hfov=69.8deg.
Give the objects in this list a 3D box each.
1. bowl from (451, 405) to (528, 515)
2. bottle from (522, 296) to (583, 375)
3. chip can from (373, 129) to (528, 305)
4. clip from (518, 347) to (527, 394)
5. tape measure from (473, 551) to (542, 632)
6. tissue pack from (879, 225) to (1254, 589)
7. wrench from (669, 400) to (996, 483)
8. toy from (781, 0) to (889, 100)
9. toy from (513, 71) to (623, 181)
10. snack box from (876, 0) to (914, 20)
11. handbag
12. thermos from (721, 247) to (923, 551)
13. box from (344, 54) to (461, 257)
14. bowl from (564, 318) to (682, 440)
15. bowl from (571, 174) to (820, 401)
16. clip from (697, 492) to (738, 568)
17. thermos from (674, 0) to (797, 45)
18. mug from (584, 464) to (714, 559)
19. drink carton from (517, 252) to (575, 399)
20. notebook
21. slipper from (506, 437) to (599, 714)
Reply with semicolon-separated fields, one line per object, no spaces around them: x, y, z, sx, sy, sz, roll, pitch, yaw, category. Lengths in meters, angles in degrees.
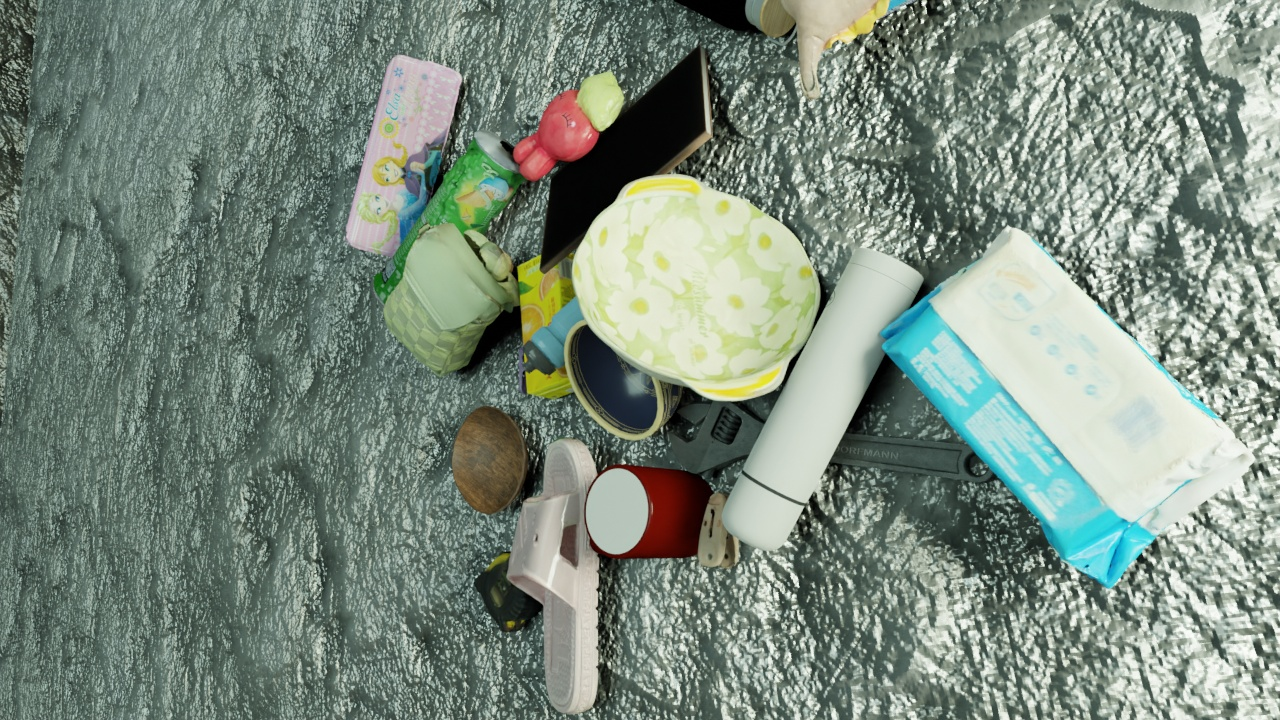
-0.145;0.100;0.924;0.114;0.026;0.102;39;107;39;bowl
-0.055;-0.034;0.823;0.130;0.040;0.040;-42;51;-7;bottle
-0.205;-0.145;0.996;0.224;0.075;0.075;-48;54;25;chip can
-0.114;0.009;0.925;0.036;0.013;0.053;-3;77;41;clip
-0.122;0.217;0.872;0.063;0.038;0.067;-52;52;22;tape measure
0.250;0.022;0.557;0.117;0.066;0.209;-48;55;24;tissue pack
0.130;0.064;0.690;0.274;0.018;0.073;3;83;41;wrench
0.214;-0.307;0.627;0.265;0.065;0.196;-9;84;34;toy
-0.072;-0.230;0.902;0.135;0.045;0.091;-33;42;23;toy
0.205;-0.313;0.690;0.151;0.027;0.082;-15;72;40;snack box
-0.189;-0.065;0.946;0.113;0.116;0.187;53;145;5;handbag
0.127;0.030;0.656;0.052;0.052;0.224;30;94;41;thermos
-0.285;-0.238;1.099;0.097;0.085;0.230;-155;80;-74;box
-0.005;0.005;0.785;0.112;0.061;0.113;27;133;34;bowl
0.040;-0.047;0.715;0.060;0.188;0.219;103;153;-56;bowl
0.057;0.135;0.725;0.025;0.043;0.061;-9;81;39;clip
0.061;-0.334;0.800;0.231;0.061;0.061;44;111;38;thermos
-0.003;0.132;0.751;0.106;0.082;0.073;-39;58;30;mug
-0.081;-0.034;0.883;0.059;0.043;0.134;-21;67;36;drink carton
-0.017;-0.183;0.839;0.210;0.008;0.141;-35;37;32;notebook
-0.081;0.188;0.807;0.094;0.064;0.239;-17;74;62;slipper
